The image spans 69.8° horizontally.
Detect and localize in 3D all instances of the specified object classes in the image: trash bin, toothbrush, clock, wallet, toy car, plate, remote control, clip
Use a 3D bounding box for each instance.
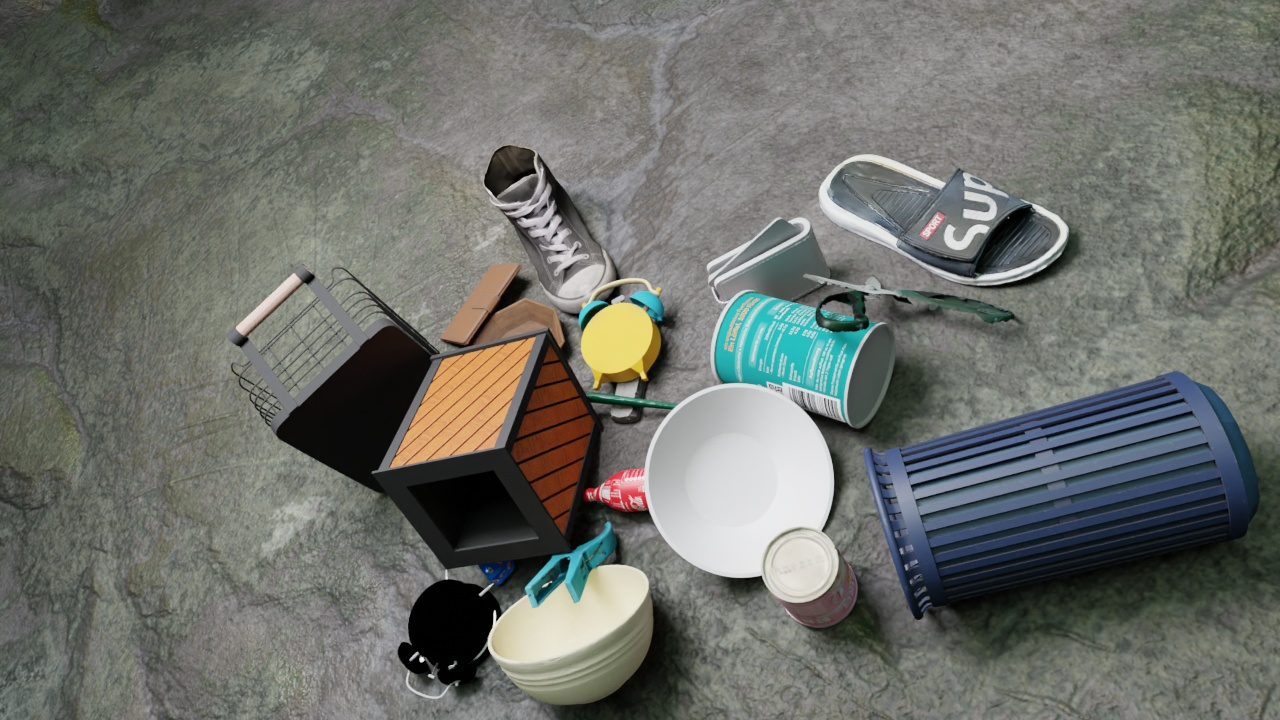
[{"bbox_3d":[-0.142,0.087,0.913,0.140,0.140,0.171,-13,36,20],"label":"trash bin"},{"bbox_3d":[-0.008,0.040,0.966,0.190,0.016,0.017,5,63,18],"label":"toothbrush"},{"bbox_3d":[-0.192,0.274,0.914,0.091,0.042,0.120,8,64,31],"label":"clock"},{"bbox_3d":[-0.199,-0.071,1.142,0.087,0.013,0.120,8,62,58],"label":"wallet"},{"bbox_3d":[-0.164,0.197,0.936,0.033,0.062,0.092,-48,51,-8],"label":"toy car"},{"bbox_3d":[0.314,0.101,0.705,0.250,0.139,0.139,-18,54,14],"label":"trash bin"},{"bbox_3d":[-0.143,-0.012,1.083,0.131,0.025,0.131,-13,55,20],"label":"plate"},{"bbox_3d":[-0.021,-0.032,1.006,0.099,0.043,0.129,-11,62,20],"label":"clock"},{"bbox_3d":[0.088,0.109,0.847,0.174,0.036,0.174,1,82,-6],"label":"plate"},{"bbox_3d":[0.126,-0.097,0.940,0.118,0.115,0.037,-27,51,9],"label":"wallet"},{"bbox_3d":[-0.006,0.006,1.009,0.033,0.013,0.136,-3,58,25],"label":"remote control"},{"bbox_3d":[-0.081,0.195,0.878,0.120,0.030,0.130,-6,17,34],"label":"clip"}]

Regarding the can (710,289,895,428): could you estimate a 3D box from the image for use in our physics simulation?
[{"bbox_3d":[0.154,-0.004,0.876,0.144,0.099,0.099,18,70,34],"label":"can"}]

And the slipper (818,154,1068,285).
[{"bbox_3d":[0.293,-0.154,0.928,0.111,0.063,0.264,-49,49,-8],"label":"slipper"}]

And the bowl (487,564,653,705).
[{"bbox_3d":[-0.052,0.253,0.816,0.151,0.075,0.150,-18,11,4],"label":"bowl"}]

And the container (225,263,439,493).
[{"bbox_3d":[-0.315,0.022,1.021,0.162,0.241,0.130,-45,59,-5],"label":"container"}]

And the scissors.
[{"bbox_3d":[0.231,-0.050,0.848,0.202,0.015,0.205,15,24,27],"label":"scissors"}]

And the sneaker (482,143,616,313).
[{"bbox_3d":[-0.110,-0.159,1.101,0.095,0.120,0.234,-29,53,8],"label":"sneaker"}]

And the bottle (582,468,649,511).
[{"bbox_3d":[0.008,0.127,0.906,0.142,0.042,0.041,-9,57,22],"label":"bottle"}]

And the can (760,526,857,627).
[{"bbox_3d":[0.144,0.184,0.777,0.067,0.076,0.067,-13,55,19],"label":"can"}]
